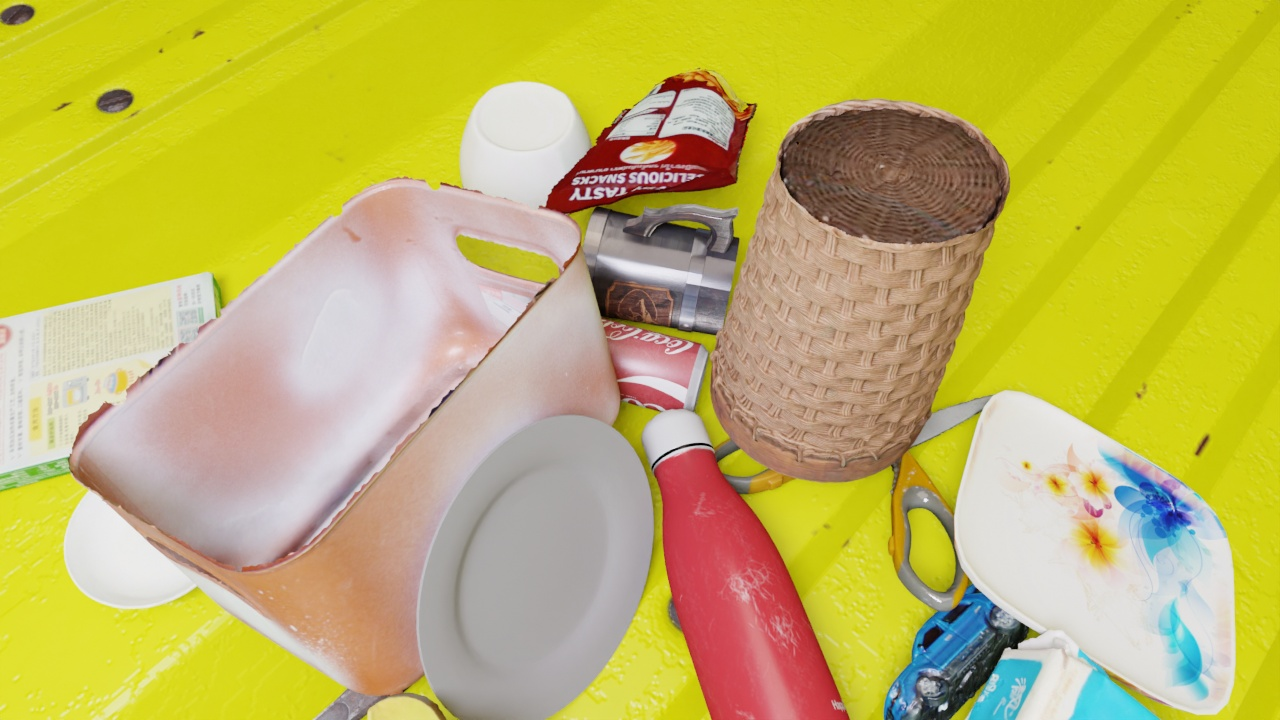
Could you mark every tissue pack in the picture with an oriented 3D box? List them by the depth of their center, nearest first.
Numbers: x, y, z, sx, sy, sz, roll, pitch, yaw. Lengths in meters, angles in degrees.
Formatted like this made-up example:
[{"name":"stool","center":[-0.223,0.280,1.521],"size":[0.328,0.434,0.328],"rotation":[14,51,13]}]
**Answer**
[{"name":"tissue pack","center":[0.204,0.256,0.475],"size":[0.117,0.066,0.209],"rotation":[39,71,3]}]

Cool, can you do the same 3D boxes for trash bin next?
[{"name":"trash bin","center":[-0.147,0.039,0.535],"size":[0.182,0.157,0.259],"rotation":[17,52,29]},{"name":"trash bin","center":[0.123,-0.041,0.560],"size":[0.151,0.210,0.151],"rotation":[0,52,0]}]

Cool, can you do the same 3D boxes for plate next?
[{"name":"plate","center":[-0.054,0.118,0.517],"size":[0.012,0.178,0.178],"rotation":[11,53,40]},{"name":"plate","center":[0.286,0.114,0.581],"size":[0.187,0.016,0.186],"rotation":[31,47,5]},{"name":"plate","center":[-0.306,0.110,0.585],"size":[0.104,0.026,0.104],"rotation":[1,57,-2]}]

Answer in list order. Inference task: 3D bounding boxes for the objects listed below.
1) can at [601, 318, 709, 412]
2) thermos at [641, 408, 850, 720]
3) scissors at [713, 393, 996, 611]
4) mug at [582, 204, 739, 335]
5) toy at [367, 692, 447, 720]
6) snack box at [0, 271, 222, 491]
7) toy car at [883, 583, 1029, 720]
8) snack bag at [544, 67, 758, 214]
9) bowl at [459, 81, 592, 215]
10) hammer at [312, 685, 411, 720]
[{"name":"can","center":[-0.004,0.004,0.649],"size":[0.096,0.054,0.053],"rotation":[15,58,7]},{"name":"thermos","center":[0.054,0.135,0.557],"size":[0.073,0.073,0.239],"rotation":[-14,59,-11]},{"name":"scissors","center":[0.149,0.067,0.624],"size":[0.229,0.016,0.224],"rotation":[0,46,5]},{"name":"mug","center":[0.014,-0.074,0.663],"size":[0.107,0.116,0.079],"rotation":[11,55,3]},{"name":"toy","center":[-0.132,0.262,0.432],"size":[0.084,0.149,0.213],"rotation":[17,51,34]},{"name":"snack box","center":[-0.378,0.012,0.643],"size":[0.168,0.027,0.131],"rotation":[-15,59,-11]},{"name":"toy car","center":[0.187,0.180,0.549],"size":[0.120,0.056,0.043],"rotation":[-34,43,-27]},{"name":"snack bag","center":[0.017,-0.168,0.704],"size":[0.139,0.067,0.207],"rotation":[-1,29,17]},{"name":"bowl","center":[-0.093,-0.175,0.750],"size":[0.116,0.066,0.116],"rotation":[1,58,-2]},{"name":"hammer","center":[-0.129,0.184,0.542],"size":[0.313,0.035,0.138],"rotation":[-39,67,-24]}]
